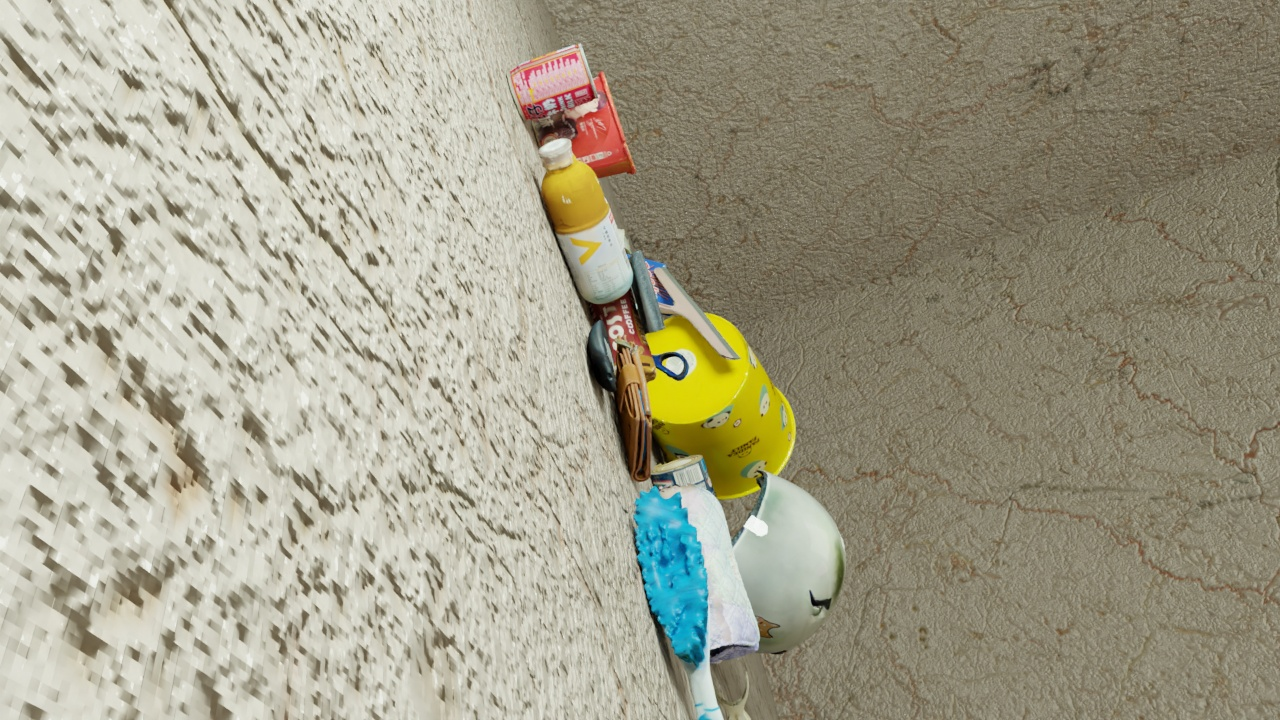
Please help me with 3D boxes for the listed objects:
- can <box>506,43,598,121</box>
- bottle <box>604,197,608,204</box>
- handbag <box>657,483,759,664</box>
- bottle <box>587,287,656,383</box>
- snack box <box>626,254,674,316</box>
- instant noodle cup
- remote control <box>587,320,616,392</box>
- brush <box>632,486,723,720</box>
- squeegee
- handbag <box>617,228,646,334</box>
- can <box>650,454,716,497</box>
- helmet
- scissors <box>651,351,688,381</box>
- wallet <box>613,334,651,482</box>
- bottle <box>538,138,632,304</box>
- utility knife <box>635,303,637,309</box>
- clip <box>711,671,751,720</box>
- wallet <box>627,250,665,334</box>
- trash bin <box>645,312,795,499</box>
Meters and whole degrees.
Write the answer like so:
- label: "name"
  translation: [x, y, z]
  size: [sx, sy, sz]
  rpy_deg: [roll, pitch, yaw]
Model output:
- label: "can"
  translation: [-0.103, -0.324, 1.075]
  size: [0.066, 0.094, 0.066]
  rpy_deg: [-16, 88, -87]
- label: "bottle"
  translation: [-0.071, -0.189, 1.139]
  size: [0.063, 0.063, 0.108]
  rpy_deg: [45, 27, -82]
- label: "handbag"
  translation: [0.075, 0.243, 1.053]
  size: [0.134, 0.076, 0.193]
  rpy_deg: [39, 30, -60]
- label: "bottle"
  translation: [-0.030, -0.052, 1.126]
  size: [0.057, 0.057, 0.174]
  rpy_deg: [63, 10, -68]
- label: "snack box"
  translation: [-0.008, -0.119, 1.403]
  size: [0.157, 0.026, 0.084]
  rpy_deg: [8, 59, -48]
- label: "instant noodle cup"
  translation: [-0.078, -0.298, 1.210]
  size: [0.138, 0.108, 0.138]
  rpy_deg: [-16, 88, -87]
- label: "remote control"
  translation: [-0.042, -0.005, 0.966]
  size: [0.136, 0.024, 0.053]
  rpy_deg: [-102, 179, -71]
- label: "brush"
  translation: [0.051, 0.273, 0.823]
  size: [0.109, 0.060, 0.314]
  rpy_deg: [73, 4, -57]
- label: "squeegee"
  translation: [-0.006, -0.101, 1.280]
  size: [0.249, 0.040, 0.247]
  rpy_deg: [26, 21, -40]
- label: "handbag"
  translation: [-0.021, -0.125, 1.526]
  size: [0.163, 0.063, 0.178]
  rpy_deg: [60, 18, -67]
- label: "can"
  translation: [0.064, 0.187, 1.221]
  size: [0.075, 0.075, 0.111]
  rpy_deg: [-44, 116, -86]
- label: "helmet"
  translation: [0.189, 0.289, 1.226]
  size: [0.229, 0.157, 0.275]
  rpy_deg: [-52, 153, -43]
- label: "scissors"
  translation: [0.004, 0.001, 1.155]
  size: [0.012, 0.165, 0.162]
  rpy_deg: [42, 51, -39]
- label: "wallet"
  translation: [-0.007, 0.046, 1.005]
  size: [0.130, 0.035, 0.119]
  rpy_deg: [-104, -172, -45]
- label: "bottle"
  translation: [-0.064, -0.154, 1.027]
  size: [0.068, 0.068, 0.190]
  rpy_deg: [-102, 173, -57]
- label: "utility knife"
  translation: [-0.013, -0.056, 1.295]
  size: [0.237, 0.018, 0.034]
  rpy_deg: [-80, 156, -52]
- label: "clip"
  translation: [0.118, 0.429, 1.108]
  size: [0.034, 0.071, 0.100]
  rpy_deg: [39, 37, -83]
- label: "wallet"
  translation: [0.003, -0.081, 1.116]
  size: [0.121, 0.019, 0.097]
  rpy_deg: [-175, -111, -83]
- label: "trash bin"
  translation: [0.106, 0.067, 1.426]
  size: [0.255, 0.230, 0.229]
  rpy_deg: [55, 16, -57]
